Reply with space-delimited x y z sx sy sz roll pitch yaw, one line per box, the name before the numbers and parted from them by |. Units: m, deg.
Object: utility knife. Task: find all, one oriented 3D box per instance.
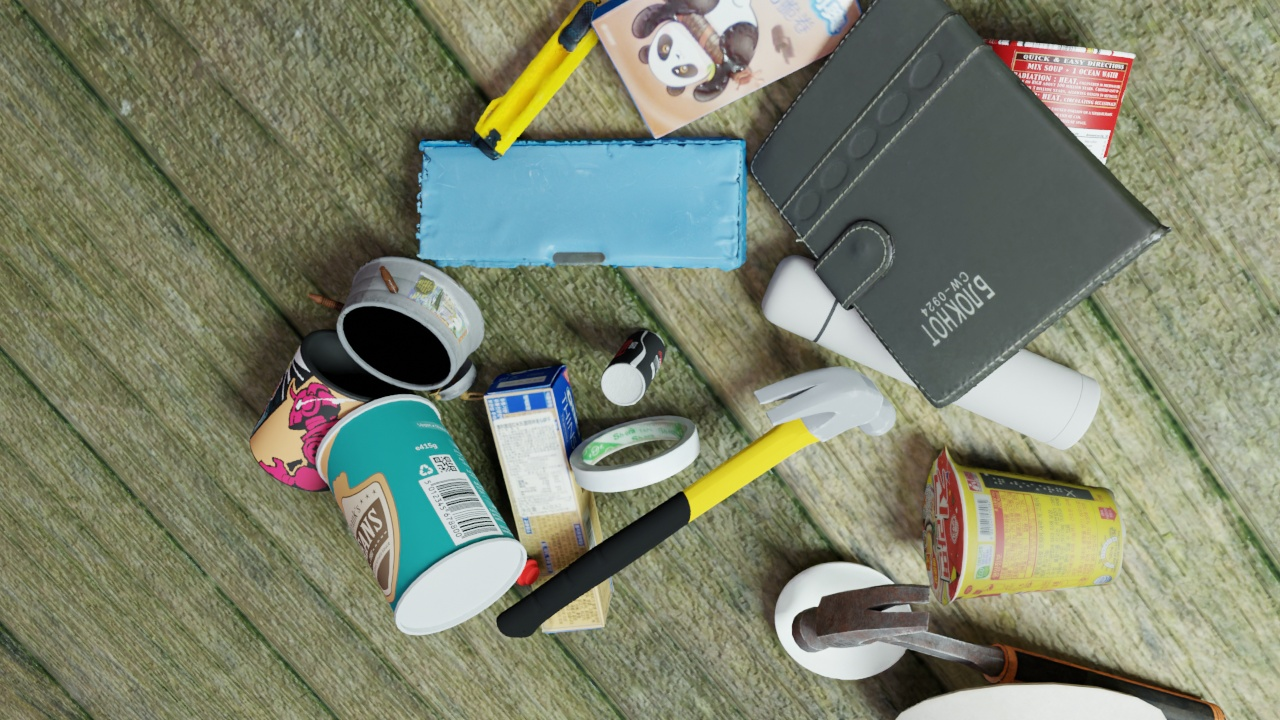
utility knife | -0.039 -0.220 0.604 0.030 0.019 0.217 44 100 3

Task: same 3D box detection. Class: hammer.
hammer | 0.278 0.217 0.647 0.314 0.034 0.138 17 153 -9
hammer | 0.026 0.107 0.646 0.324 0.127 0.029 -36 59 14

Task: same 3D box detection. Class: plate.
plate | 0.281 0.281 0.666 0.189 0.027 0.189 4 141 3
plate | 0.157 0.197 0.714 0.104 0.026 0.104 4 109 10

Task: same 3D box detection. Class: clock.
clock | -0.163 -0.017 0.684 0.104 0.056 0.148 -13 129 33

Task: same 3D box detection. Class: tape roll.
tape roll | -0.004 0.067 0.667 0.094 0.093 0.018 -10 106 15

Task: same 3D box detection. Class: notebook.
notebook | 0.167 -0.096 0.542 0.209 0.029 0.170 57 131 20

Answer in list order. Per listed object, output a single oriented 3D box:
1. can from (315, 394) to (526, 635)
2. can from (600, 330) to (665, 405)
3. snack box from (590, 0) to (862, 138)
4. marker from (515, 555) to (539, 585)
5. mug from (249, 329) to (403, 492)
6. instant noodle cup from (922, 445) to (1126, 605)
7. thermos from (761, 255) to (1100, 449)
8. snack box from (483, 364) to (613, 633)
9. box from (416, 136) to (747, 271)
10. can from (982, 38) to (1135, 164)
can | -0.162 0.110 0.671 0.099 0.099 0.144 -53 57 22
can | -0.004 0.004 0.651 0.031 0.080 0.031 4 109 11
snack box | 0.055 -0.212 0.575 0.151 0.034 0.087 -23 122 18
marker | -0.135 0.134 0.722 0.145 0.021 0.023 25 121 33
mug | -0.230 0.046 0.723 0.118 0.081 0.098 25 115 -27
instant noodle cup | 0.262 0.121 0.633 0.112 0.100 0.100 3 110 2
thermos | 0.191 -0.008 0.620 0.224 0.052 0.052 24 112 3
snack box | -0.068 0.108 0.716 0.056 0.057 0.207 -7 107 11
box | -0.043 -0.107 0.635 0.232 0.054 0.093 3 109 11
can | 0.233 -0.127 0.550 0.087 0.086 0.116 9 110 9
